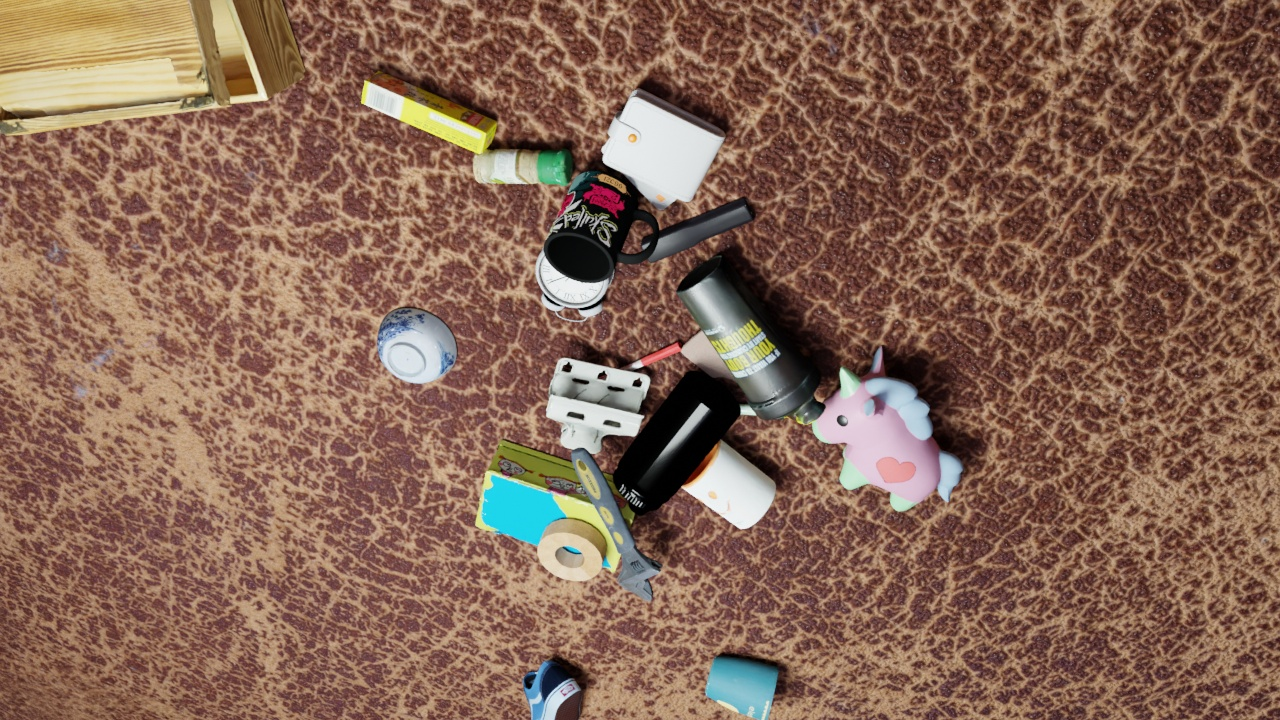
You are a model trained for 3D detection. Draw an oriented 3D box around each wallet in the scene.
[{"bbox_3d":[0.016,-0.227,1.023,0.118,0.037,0.116,24,125,-8],"label":"wallet"}]

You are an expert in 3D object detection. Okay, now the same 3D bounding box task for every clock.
[{"bbox_3d":[-0.082,-0.101,1.128,0.094,0.035,0.123,11,123,6],"label":"clock"}]

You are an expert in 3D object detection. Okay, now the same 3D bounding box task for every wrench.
[{"bbox_3d":[-0.033,0.226,1.248,0.073,0.022,0.273,-9,121,27],"label":"wrench"}]

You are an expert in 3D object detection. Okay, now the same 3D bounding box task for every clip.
[{"bbox_3d":[-0.065,0.076,1.204,0.126,0.101,0.152,14,121,-8],"label":"clip"}]

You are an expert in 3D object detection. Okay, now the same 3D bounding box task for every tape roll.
[{"bbox_3d":[-0.096,0.266,1.286,0.094,0.027,0.094,7,125,9],"label":"tape roll"}]

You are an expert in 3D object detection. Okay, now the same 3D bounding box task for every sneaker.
[{"bbox_3d":[-0.162,0.594,1.596,0.098,0.083,0.242,45,140,28],"label":"sneaker"}]

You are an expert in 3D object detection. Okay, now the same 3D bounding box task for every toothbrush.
[{"bbox_3d":[0.108,0.064,1.205,0.155,0.015,0.022,1,143,12],"label":"toothbrush"}]

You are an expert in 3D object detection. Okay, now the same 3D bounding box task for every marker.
[{"bbox_3d":[-0.007,0.007,1.196,0.142,0.012,0.013,-24,115,26],"label":"marker"}]

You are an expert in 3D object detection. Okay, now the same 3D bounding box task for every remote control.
[{"bbox_3d":[0.065,-0.150,1.073,0.137,0.015,0.032,-19,117,23],"label":"remote control"}]

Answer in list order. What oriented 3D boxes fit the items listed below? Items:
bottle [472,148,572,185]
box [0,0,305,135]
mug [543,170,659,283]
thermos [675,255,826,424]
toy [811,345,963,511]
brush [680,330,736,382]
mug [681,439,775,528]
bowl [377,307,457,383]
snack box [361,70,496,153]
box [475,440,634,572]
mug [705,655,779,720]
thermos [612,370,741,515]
[{"bbox_3d":[-0.136,-0.223,1.055,0.111,0.043,0.043,3,123,11],"label":"bottle"},{"bbox_3d":[-0.550,-0.384,0.960,0.279,0.191,0.252,-1,121,15],"label":"box"},{"bbox_3d":[-0.038,-0.146,1.034,0.118,0.098,0.082,14,147,8],"label":"mug"},{"bbox_3d":[0.133,-0.019,1.103,0.098,0.097,0.221,-31,108,28],"label":"thermos"},{"bbox_3d":[0.314,0.097,1.130,0.222,0.119,0.172,25,134,-3],"label":"toy"},{"bbox_3d":[0.115,0.009,1.171,0.135,0.015,0.050,38,119,-19],"label":"brush"},{"bbox_3d":[0.116,0.163,1.229,0.105,0.082,0.082,37,123,-14],"label":"mug"},{"bbox_3d":[-0.307,-0.011,1.232,0.114,0.045,0.114,6,124,9],"label":"bowl"},{"bbox_3d":[-0.240,-0.282,1.041,0.148,0.040,0.029,23,126,-3],"label":"snack box"},{"bbox_3d":[-0.119,0.208,1.318,0.221,0.079,0.125,18,125,3],"label":"box"},{"bbox_3d":[0.160,0.520,1.463,0.104,0.084,0.112,13,153,11],"label":"mug"},{"bbox_3d":[0.037,0.114,1.184,0.086,0.086,0.199,32,115,-9],"label":"thermos"}]
